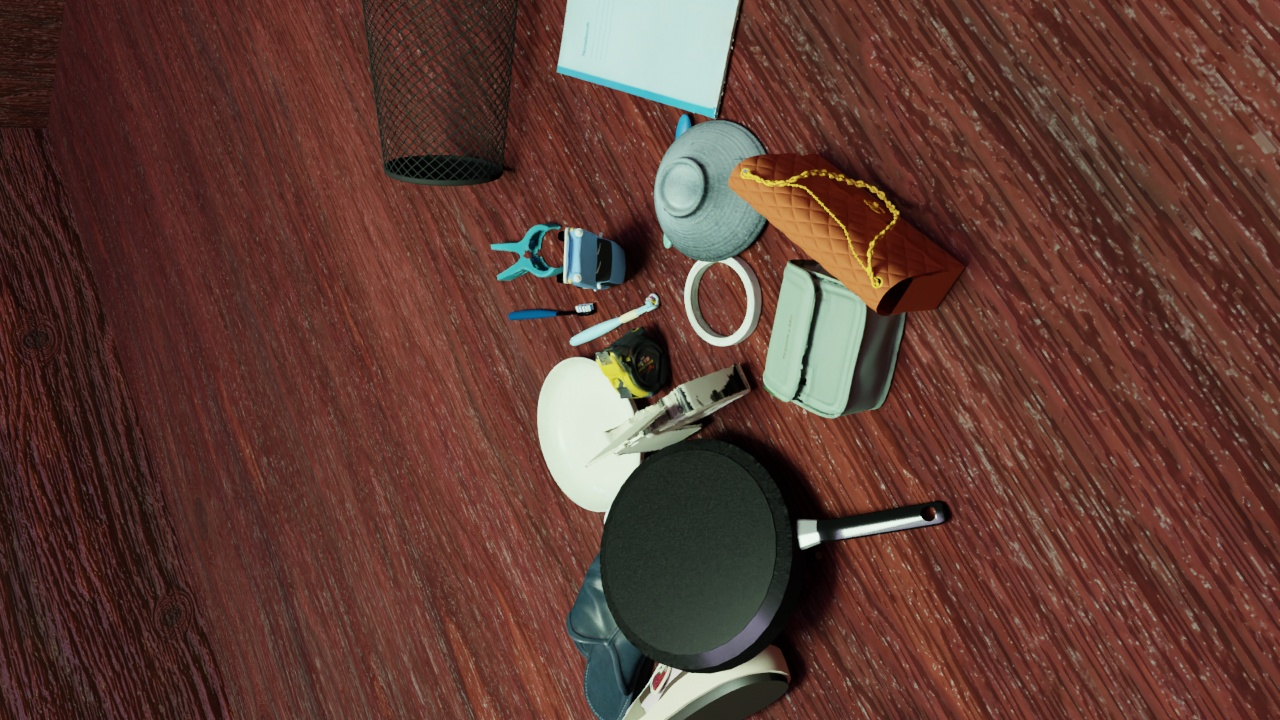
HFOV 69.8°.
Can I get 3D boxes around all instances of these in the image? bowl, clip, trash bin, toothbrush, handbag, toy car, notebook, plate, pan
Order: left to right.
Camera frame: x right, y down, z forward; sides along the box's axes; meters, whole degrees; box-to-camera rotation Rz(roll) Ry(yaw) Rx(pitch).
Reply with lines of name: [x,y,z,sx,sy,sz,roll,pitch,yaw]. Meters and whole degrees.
trash bin: [-0.235,-0.327,1.090,0.184,0.183,0.210,27,122,41]
clip: [-0.138,-0.148,1.125,0.130,0.030,0.120,18,115,43]
toothbrush: [-0.112,-0.058,1.123,0.168,0.014,0.014,0,109,48]
toy car: [-0.050,-0.104,0.967,0.055,0.153,0.056,2,91,9]
plate: [-0.053,0.084,1.075,0.183,0.034,0.182,12,107,45]
toothbrush: [-0.033,-0.042,1.041,0.155,0.016,0.022,-24,48,46]
notebook: [0.005,-0.363,0.938,0.253,0.009,0.181,29,118,40]
toothbrush: [0.040,-0.182,0.937,0.022,0.017,0.135,22,111,43]
bowl: [0.054,-0.163,0.876,0.137,0.057,0.137,4,96,37]
pan: [0.106,0.168,0.856,0.357,0.034,0.225,-17,64,32]
handbag: [0.162,-0.017,0.801,0.106,0.067,0.122,27,117,42]
handbag: [0.165,-0.111,0.746,0.172,0.108,0.060,47,129,30]

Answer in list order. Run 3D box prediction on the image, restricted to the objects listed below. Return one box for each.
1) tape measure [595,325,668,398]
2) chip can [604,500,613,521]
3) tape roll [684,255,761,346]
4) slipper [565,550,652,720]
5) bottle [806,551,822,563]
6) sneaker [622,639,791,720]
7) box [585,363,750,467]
tape measure: [-0.006,0.006,0.981,0.042,0.071,0.072,-13,110,45]
chip can: [0.051,0.207,0.938,0.215,0.051,0.052,30,119,39]
tape roll: [0.081,-0.061,0.917,0.093,0.013,0.093,12,106,45]
slipper: [-0.041,0.317,1.075,0.109,0.083,0.266,24,110,43]
bottle: [0.138,0.203,0.902,0.106,0.025,0.025,-32,75,46]
sneaker: [0.040,0.350,0.996,0.295,0.111,0.116,-55,37,40]
box: [0.007,0.067,0.898,0.144,0.183,0.044,-36,77,50]
